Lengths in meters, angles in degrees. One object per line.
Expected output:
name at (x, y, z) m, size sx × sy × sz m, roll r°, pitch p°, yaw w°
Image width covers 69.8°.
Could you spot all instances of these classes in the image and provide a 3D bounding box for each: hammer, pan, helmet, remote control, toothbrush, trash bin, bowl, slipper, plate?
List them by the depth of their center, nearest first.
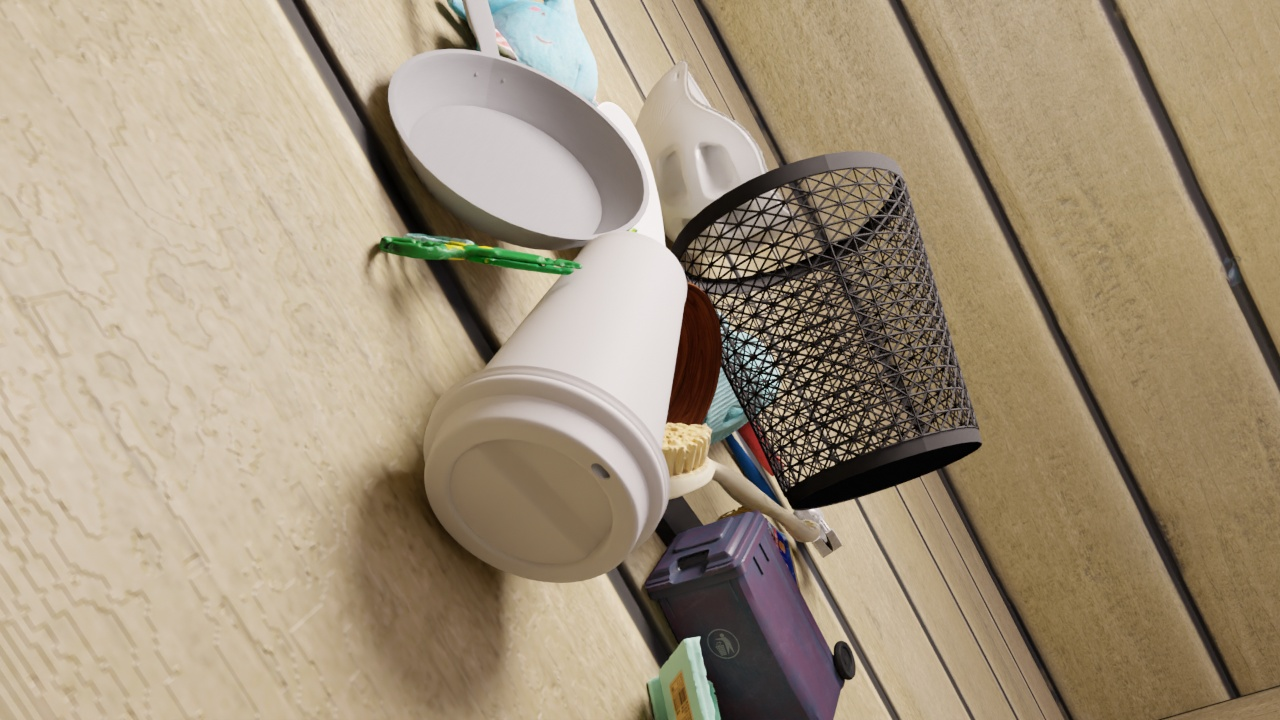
trash bin at (0.082, 0.201, 0.696) m, size 0.161 × 0.094 × 0.092 m, roll 62°, pitch 28°, yaw -8°
pan at (-0.112, -0.215, 0.710) m, size 0.200 × 0.051 × 0.356 m, roll 2°, pitch 50°, yaw -34°
bowl at (-0.004, 0.004, 0.734) m, size 0.147 × 0.069 × 0.147 m, roll -21°, pitch 118°, yaw -47°
remote control at (0.033, 0.139, 0.767) m, size 0.133 × 0.013 × 0.058 m, roll 56°, pitch 20°, yaw -22°
trash bin at (0.166, -0.014, 0.790) m, size 0.216 × 0.217 × 0.243 m, roll 22°, pitch 47°, yaw -62°
plate at (-0.024, -0.137, 0.910) m, size 0.229 × 0.030 × 0.229 m, roll -6°, pitch 90°, yaw -71°
slipper at (0.085, 0.012, 0.913) m, size 0.275 × 0.070 × 0.116 m, roll -16°, pitch 76°, yaw -58°
toothbrush at (0.108, 0.100, 1.012) m, size 0.190 × 0.016 × 0.017 m, roll 56°, pitch 7°, yaw -22°
hammer at (0.128, 0.088, 1.019) m, size 0.316 × 0.036 × 0.126 m, roll 55°, pitch 2°, yaw -11°
helmet at (0.087, -0.257, 1.161) m, size 0.224 × 0.184 × 0.281 m, roll 51°, pitch 29°, yaw -47°

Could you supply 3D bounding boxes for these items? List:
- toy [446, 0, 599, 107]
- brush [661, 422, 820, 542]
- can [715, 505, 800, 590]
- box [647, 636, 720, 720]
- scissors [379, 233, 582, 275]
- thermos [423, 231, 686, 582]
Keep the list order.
toy at (-0.104, -0.305, 0.858) m, size 0.183 × 0.115 × 0.180 m, roll 12°, pitch 43°, yaw -54°
brush at (0.081, 0.110, 0.757) m, size 0.062 × 0.077 × 0.272 m, roll 28°, pitch -1°, yaw 43°
can at (0.105, 0.187, 0.833) m, size 0.059 × 0.054 × 0.099 m, roll 47°, pitch 25°, yaw -37°
box at (0.044, 0.278, 0.559) m, size 0.138 × 0.057 × 0.186 m, roll 68°, pitch 7°, yaw -55°
scissors at (-0.094, -0.065, 0.565) m, size 0.071 × 0.131 × 0.014 m, roll -50°, pitch 148°, yaw -75°
thermos at (-0.032, 0.011, 0.544) m, size 0.131 × 0.132 × 0.221 m, roll 55°, pitch 31°, yaw -23°
